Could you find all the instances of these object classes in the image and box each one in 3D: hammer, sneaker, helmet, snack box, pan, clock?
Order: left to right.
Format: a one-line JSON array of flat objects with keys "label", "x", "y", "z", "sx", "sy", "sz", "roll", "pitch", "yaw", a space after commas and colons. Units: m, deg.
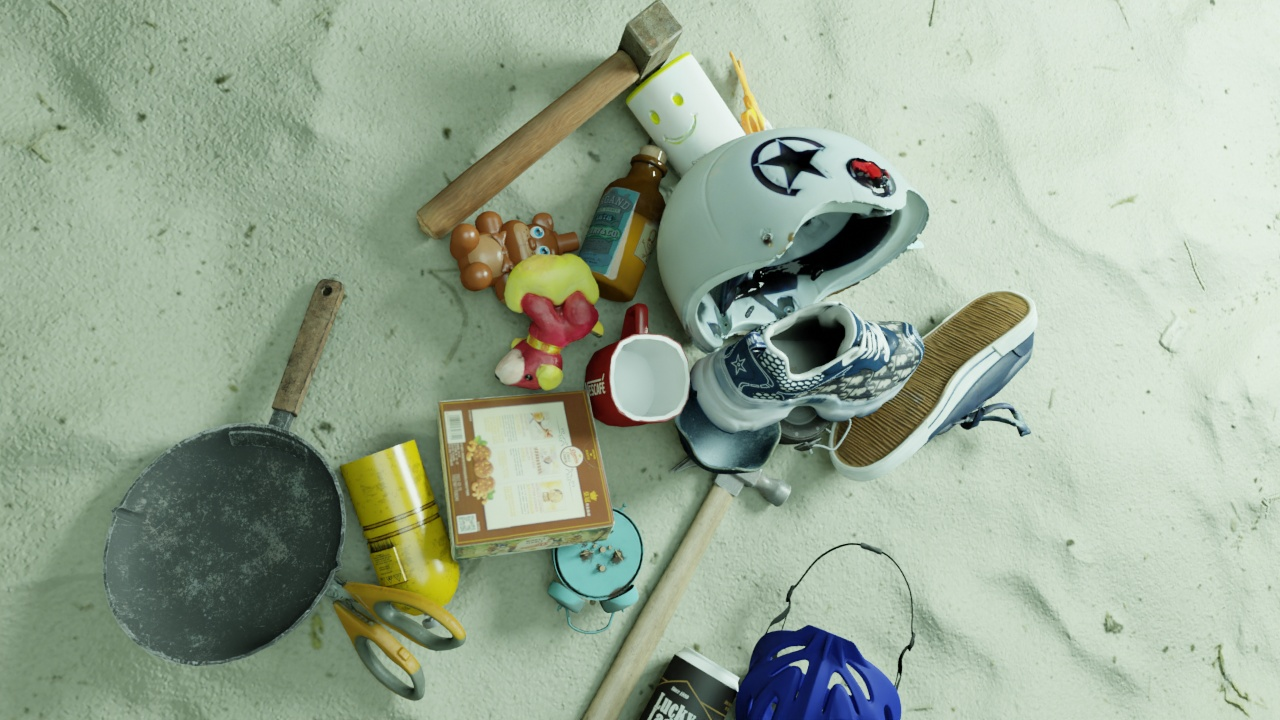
[{"label": "pan", "x": -0.325, "y": 0.084, "z": 0.801, "sx": 0.208, "sy": 0.040, "sz": 0.356, "roll": 12, "pitch": 67, "yaw": 9}, {"label": "snack box", "x": -0.109, "y": 0.103, "z": 0.852, "sx": 0.147, "sy": 0.041, "sz": 0.143, "roll": -5, "pitch": 61, "yaw": -16}, {"label": "hammer", "x": -0.094, "y": -0.220, "z": 0.889, "sx": 0.300, "sy": 0.158, "sz": 0.037, "roll": -40, "pitch": 97, "yaw": -4}, {"label": "clock", "x": -0.045, "y": 0.199, "z": 0.885, "sx": 0.090, "sy": 0.053, "sz": 0.124, "roll": 8, "pitch": 82, "yaw": -15}, {"label": "hammer", "x": 0.027, "y": 0.236, "z": 0.923, "sx": 0.119, "sy": 0.031, "sz": 0.330, "roll": 33, "pitch": 79, "yaw": -11}, {"label": "helmet", "x": 0.136, "y": -0.136, "z": 0.897, "sx": 0.263, "sy": 0.237, "sz": 0.163, "roll": -19, "pitch": 70, "yaw": -19}, {"label": "clock", "x": 0.160, "y": 0.047, "z": 0.967, "sx": 0.123, "sy": 0.044, "sz": 0.091, "roll": 38, "pitch": 71, "yaw": -6}, {"label": "helmet", "x": 0.187, "y": 0.301, "z": 0.897, "sx": 0.148, "sy": 0.242, "sz": 0.227, "roll": 17, "pitch": 52, "yaw": 22}, {"label": "sneaker", "x": 0.187, "y": -0.010, "z": 0.887, "sx": 0.268, "sy": 0.133, "sz": 0.103, "roll": -9, "pitch": 65, "yaw": -28}, {"label": "sneaker", "x": 0.331, "y": 0.053, "z": 1.007, "sx": 0.294, "sy": 0.121, "sz": 0.127, "roll": -36, "pitch": 129, "yaw": -17}]

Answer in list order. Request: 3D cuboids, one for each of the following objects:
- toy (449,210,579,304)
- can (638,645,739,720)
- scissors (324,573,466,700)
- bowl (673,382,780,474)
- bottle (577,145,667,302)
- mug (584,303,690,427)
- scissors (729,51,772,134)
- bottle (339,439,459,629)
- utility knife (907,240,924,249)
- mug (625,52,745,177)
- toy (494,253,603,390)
[{"label": "toy", "x": -0.118, "y": -0.105, "z": 0.890, "sx": 0.127, "sy": 0.065, "sz": 0.095, "roll": -15, "pitch": 86, "yaw": -23}, {"label": "can", "x": 0.038, "y": 0.349, "z": 0.885, "sx": 0.072, "sy": 0.072, "sz": 0.128, "roll": 34, "pitch": 75, "yaw": -11}, {"label": "scissors", "x": -0.248, "y": 0.205, "z": 0.803, "sx": 0.225, "sy": 0.166, "sz": 0.016, "roll": 49, "pitch": 32, "yaw": -6}, {"label": "bowl", "x": 0.080, "y": 0.072, "z": 0.914, "sx": 0.110, "sy": 0.055, "sz": 0.110, "roll": 8, "pitch": 56, "yaw": -13}, {"label": "bottle", "x": -0.012, "y": -0.142, "z": 0.923, "sx": 0.068, "sy": 0.068, "sz": 0.156, "roll": 23, "pitch": 78, "yaw": -14}, {"label": "mug", "x": -0.005, "y": 0.005, "z": 0.894, "sx": 0.080, "sy": 0.097, "sz": 0.116, "roll": 2, "pitch": 84, "yaw": -17}, {"label": "scissors", "x": 0.125, "y": -0.277, "z": 1.000, "sx": 0.083, "sy": 0.012, "sz": 0.133, "roll": 22, "pitch": 53, "yaw": -52}, {"label": "bottle", "x": -0.211, "y": 0.161, "z": 0.828, "sx": 0.071, "sy": 0.071, "sz": 0.164, "roll": -19, "pitch": 90, "yaw": -18}, {"label": "utility knife", "x": 0.250, "y": -0.126, "z": 1.028, "sx": 0.158, "sy": 0.015, "sz": 0.022, "roll": -1, "pitch": 85, "yaw": -15}, {"label": "mug", "x": 0.048, "y": -0.248, "z": 0.945, "sx": 0.082, "sy": 0.083, "sz": 0.106, "roll": -38, "pitch": 97, "yaw": -17}, {"label": "toy", "x": -0.084, "y": -0.036, "z": 0.875, "sx": 0.105, "sy": 0.067, "sz": 0.137, "roll": 12, "pitch": 104, "yaw": -19}]
